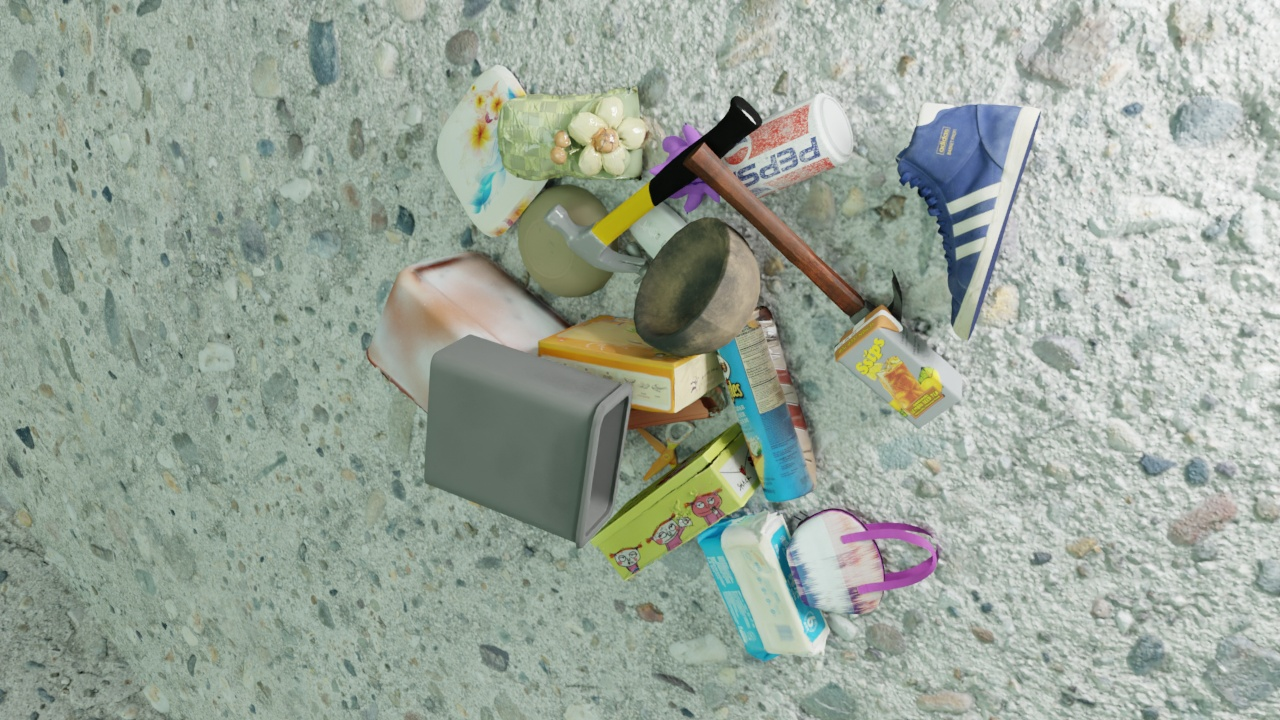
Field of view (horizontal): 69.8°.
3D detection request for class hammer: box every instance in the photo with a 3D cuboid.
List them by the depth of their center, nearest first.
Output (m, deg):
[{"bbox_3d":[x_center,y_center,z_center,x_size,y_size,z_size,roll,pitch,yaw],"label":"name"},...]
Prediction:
[{"bbox_3d":[0.164,-0.122,0.989,0.300,0.028,0.111,41,125,-13],"label":"hammer"},{"bbox_3d":[0.019,-0.194,1.044,0.127,0.029,0.325,43,139,-15],"label":"hammer"}]

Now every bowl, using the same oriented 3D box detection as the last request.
[{"bbox_3d":[0.070,-0.076,1.044,0.070,0.162,0.163,29,134,-31],"label":"bowl"},{"bbox_3d":[-0.106,-0.153,1.211,0.152,0.050,0.152,12,113,30],"label":"bowl"}]

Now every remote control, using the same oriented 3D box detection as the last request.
[{"bbox_3d":[0.035,-0.149,1.133,0.114,0.028,0.060,46,125,11],"label":"remote control"}]

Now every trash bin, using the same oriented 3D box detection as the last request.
[{"bbox_3d":[-0.137,0.091,1.092,0.220,0.097,0.192,18,116,18],"label":"trash bin"},{"bbox_3d":[-0.216,-0.016,1.257,0.260,0.181,0.158,40,122,16],"label":"trash bin"}]

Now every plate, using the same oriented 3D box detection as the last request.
[{"bbox_3d":[-0.201,-0.278,1.228,0.187,0.016,0.187,-42,71,36],"label":"plate"}]

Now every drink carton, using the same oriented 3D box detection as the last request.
[{"bbox_3d":[0.279,0.007,0.992,0.125,0.048,0.076,39,127,-8],"label":"drink carton"}]

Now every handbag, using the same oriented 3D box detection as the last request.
[{"bbox_3d":[-0.081,-0.262,1.096,0.186,0.116,0.113,-3,112,2],"label":"handbag"},{"bbox_3d":[0.271,0.237,1.105,0.170,0.067,0.144,-15,99,30],"label":"handbag"}]

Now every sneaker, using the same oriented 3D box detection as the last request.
[{"bbox_3d":[0.302,-0.144,0.918,0.118,0.091,0.233,19,116,22],"label":"sneaker"}]

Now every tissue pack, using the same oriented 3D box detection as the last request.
[{"bbox_3d":[0.161,0.296,1.186,0.117,0.065,0.209,-17,98,43],"label":"tissue pack"}]

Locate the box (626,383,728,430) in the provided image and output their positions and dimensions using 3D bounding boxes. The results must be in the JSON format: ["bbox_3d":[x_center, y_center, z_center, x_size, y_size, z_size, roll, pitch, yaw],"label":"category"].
[{"bbox_3d":[0.027,0.065,1.206,0.187,0.057,0.060,-13,68,35],"label":"box"}]

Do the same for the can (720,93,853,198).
[{"bbox_3d":[0.154,-0.228,0.994,0.136,0.078,0.078,-17,97,37],"label":"can"}]

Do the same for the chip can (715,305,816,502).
[{"bbox_3d":[0.151,0.051,1.101,0.080,0.079,0.229,-13,100,36],"label":"chip can"}]

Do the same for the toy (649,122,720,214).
[{"bbox_3d":[0.058,-0.223,1.073,0.088,0.055,0.106,10,113,32],"label":"toy"}]

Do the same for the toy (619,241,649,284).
[{"bbox_3d":[0.015,-0.101,1.163,0.111,0.030,0.049,52,131,6],"label":"toy"}]

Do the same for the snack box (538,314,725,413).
[{"bbox_3d":[-0.007,0.007,1.146,0.195,0.144,0.081,10,111,30],"label":"snack box"}]

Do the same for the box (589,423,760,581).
[{"bbox_3d":[0.049,0.183,1.178,0.222,0.124,0.082,-38,88,33],"label":"box"}]

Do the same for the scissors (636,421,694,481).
[{"bbox_3d":[0.040,0.128,1.242,0.125,0.011,0.130,41,123,13],"label":"scissors"}]
